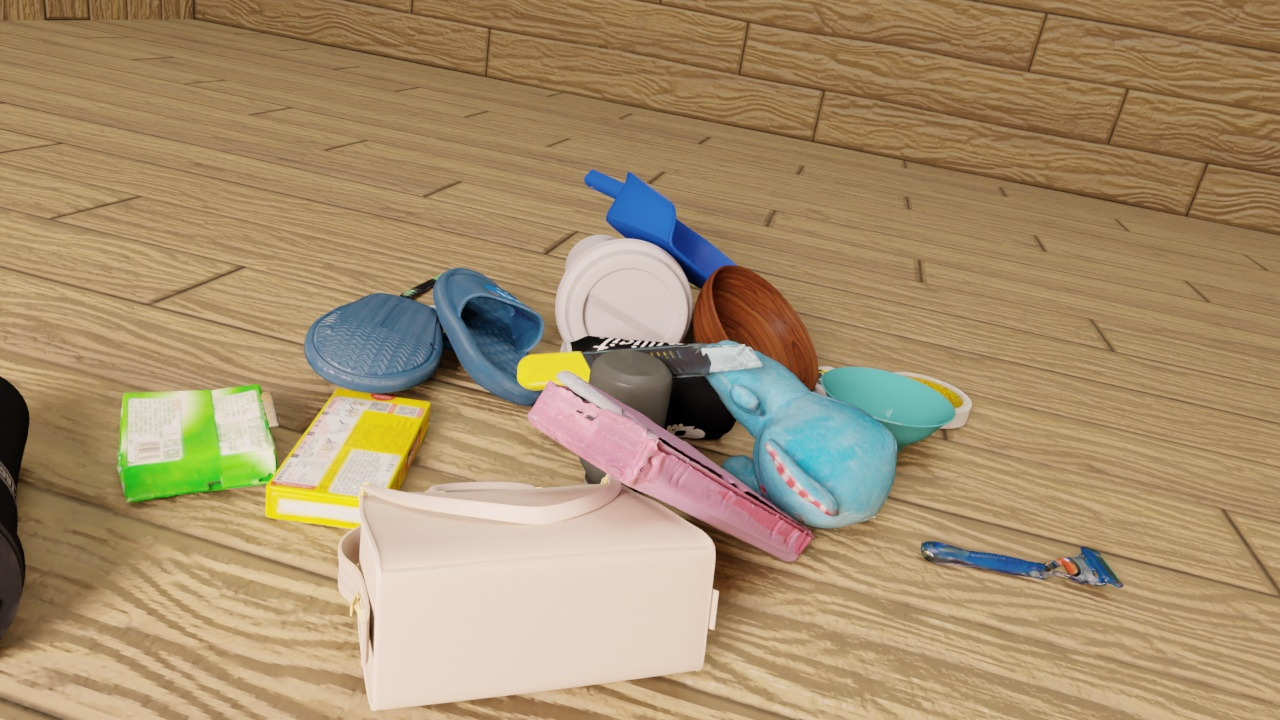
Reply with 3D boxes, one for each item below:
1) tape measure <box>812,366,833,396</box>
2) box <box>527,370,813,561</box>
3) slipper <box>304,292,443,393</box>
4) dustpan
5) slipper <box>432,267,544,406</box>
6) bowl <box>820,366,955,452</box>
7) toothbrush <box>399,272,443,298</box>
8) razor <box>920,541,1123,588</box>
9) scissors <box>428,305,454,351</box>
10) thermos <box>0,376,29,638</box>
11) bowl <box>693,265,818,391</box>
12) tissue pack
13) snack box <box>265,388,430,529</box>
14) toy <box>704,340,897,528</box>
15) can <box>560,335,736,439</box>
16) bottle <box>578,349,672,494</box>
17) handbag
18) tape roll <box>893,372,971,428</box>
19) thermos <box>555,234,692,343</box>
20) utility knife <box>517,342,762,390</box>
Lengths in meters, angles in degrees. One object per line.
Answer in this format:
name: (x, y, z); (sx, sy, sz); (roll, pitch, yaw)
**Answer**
tape measure: (0.190, 0.027, 0.925); (0.064, 0.017, 0.064); (-8, 28, -36)
box: (0.031, 0.073, 0.576); (0.098, 0.041, 0.232); (25, -6, 39)
slipper: (-0.221, -0.011, 0.796); (0.104, 0.059, 0.213); (18, 16, -6)
dustpan: (0.018, -0.144, 1.013); (0.258, 0.059, 0.245); (31, 1, 38)
slipper: (-0.135, -0.034, 0.846); (0.103, 0.059, 0.213); (29, 18, -30)
bowl: (0.220, 0.052, 0.840); (0.121, 0.046, 0.121); (8, 23, -4)
toothbrush: (-0.245, -0.075, 0.992); (0.014, 0.017, 0.187); (12, 21, 9)
razor: (0.274, 0.148, 0.673); (0.141, 0.018, 0.043); (6, 23, 0)
scissors: (-0.216, -0.032, 0.901); (0.125, 0.016, 0.125); (5, 24, -10)
thermos: (-0.380, 0.072, 0.488); (0.105, 0.106, 0.218); (-2, 21, -27)
bowl: (0.098, -0.013, 0.893); (0.147, 0.069, 0.147); (29, 41, -29)
tissue pack: (-0.305, 0.053, 0.638); (0.099, 0.034, 0.114); (-5, 27, -26)
snack box: (-0.204, 0.067, 0.659); (0.075, 0.025, 0.152); (8, 23, -3)
toy: (0.107, 0.059, 0.702); (0.180, 0.115, 0.183); (41, 20, 17)
can: (0.005, 0.023, 0.775); (0.146, 0.080, 0.080); (5, 23, -12)
bottle: (-0.013, 0.051, 0.666); (0.060, 0.109, 0.060); (8, 23, -4)
handbag: (-0.077, 0.110, 0.542); (0.194, 0.101, 0.198); (0, 12, -22)
tape roll: (0.287, 0.039, 0.933); (0.094, 0.019, 0.094); (9, 23, -4)
thermos: (-0.029, -0.073, 0.952); (0.131, 0.132, 0.221); (5, 16, -11)
utility knife: (-0.004, 0.004, 0.693); (0.198, 0.028, 0.020); (-4, -10, 24)
